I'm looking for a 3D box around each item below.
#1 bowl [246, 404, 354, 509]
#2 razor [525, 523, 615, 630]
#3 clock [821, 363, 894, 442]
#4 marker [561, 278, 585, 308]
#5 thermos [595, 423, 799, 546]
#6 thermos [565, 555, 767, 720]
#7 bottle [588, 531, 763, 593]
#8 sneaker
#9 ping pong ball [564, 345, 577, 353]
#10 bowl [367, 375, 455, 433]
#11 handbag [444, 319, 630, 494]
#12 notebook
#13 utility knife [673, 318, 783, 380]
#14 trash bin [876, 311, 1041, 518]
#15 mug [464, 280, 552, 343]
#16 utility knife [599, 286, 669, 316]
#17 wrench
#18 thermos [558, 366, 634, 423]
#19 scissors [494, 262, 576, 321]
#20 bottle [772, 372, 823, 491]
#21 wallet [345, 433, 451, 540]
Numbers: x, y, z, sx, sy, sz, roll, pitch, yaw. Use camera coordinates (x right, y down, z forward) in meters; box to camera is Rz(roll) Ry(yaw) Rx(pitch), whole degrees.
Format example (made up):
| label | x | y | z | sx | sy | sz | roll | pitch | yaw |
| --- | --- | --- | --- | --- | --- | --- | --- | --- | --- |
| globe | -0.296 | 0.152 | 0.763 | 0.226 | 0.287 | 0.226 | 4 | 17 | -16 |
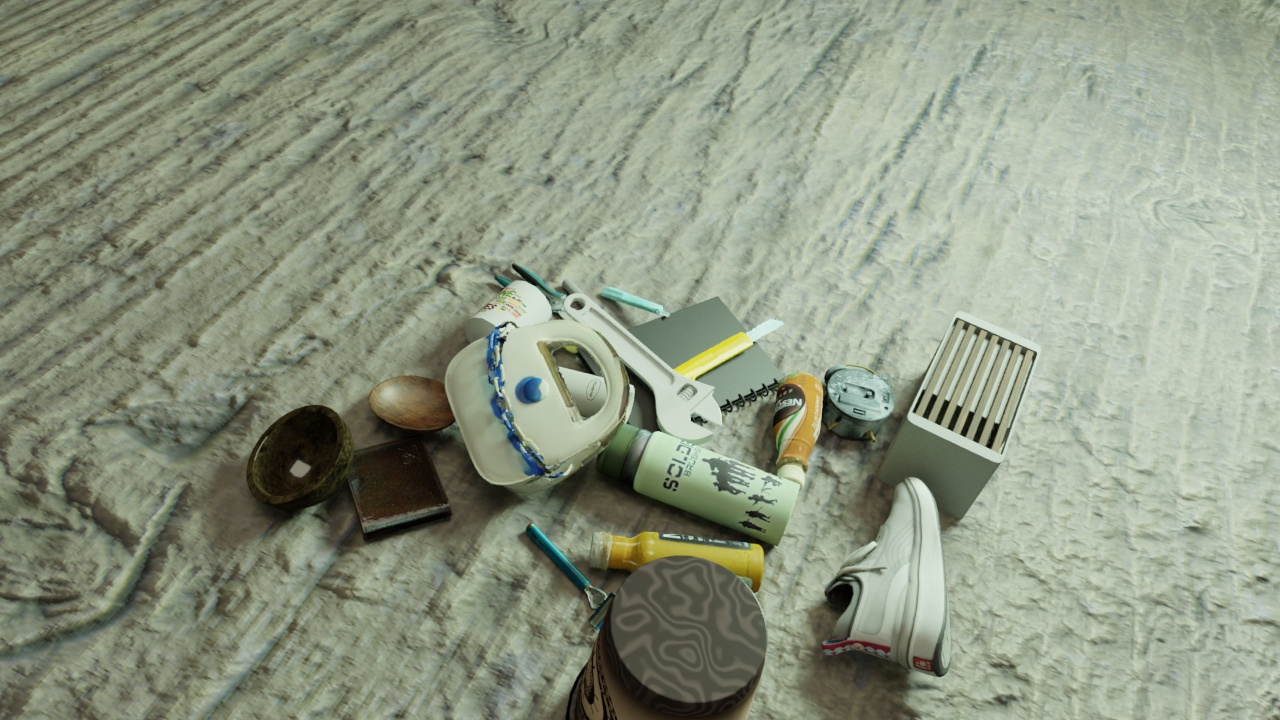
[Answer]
| label | x | y | z | sx | sy | sz | roll | pitch | yaw |
| --- | --- | --- | --- | --- | --- | --- | --- | --- | --- |
| bowl | -0.366 | 0.115 | 1.015 | 0.121 | 0.056 | 0.121 | -11 | 53 | 15 |
| razor | -0.077 | 0.227 | 0.994 | 0.144 | 0.022 | 0.042 | 40 | 90 | 30 |
| clock | 0.282 | 0.047 | 1.197 | 0.090 | 0.052 | 0.129 | 15 | 48 | 5 |
| marker | -0.065 | -0.068 | 1.272 | 0.016 | 0.016 | 0.140 | -25 | 56 | -29 |
| thermos | 0.063 | 0.136 | 1.064 | 0.231 | 0.082 | 0.082 | 20 | 47 | 9 |
| thermos | 0.024 | 0.286 | 0.811 | 0.172 | 0.227 | 0.172 | 5 | 47 | -5 |
| bottle | 0.038 | 0.216 | 0.999 | 0.186 | 0.053 | 0.053 | 7 | 47 | -2 |
| sneaker | 0.271 | 0.230 | 1.010 | 0.129 | 0.097 | 0.262 | -4 | 33 | 19 |
| ping pong ball | -0.084 | -0.029 | 1.216 | 0.040 | 0.040 | 0.040 | 5 | 47 | -5 |
| bowl | -0.271 | 0.060 | 1.108 | 0.114 | 0.026 | 0.101 | 23 | 34 | 17 |
| handbag | -0.113 | 0.042 | 1.045 | 0.199 | 0.093 | 0.200 | -30 | 67 | 2 |
| notebook | 0.056 | 0.010 | 1.207 | 0.231 | 0.019 | 0.169 | -21 | 59 | -26 |
| utility knife | 0.113 | -0.012 | 1.212 | 0.206 | 0.018 | 0.030 | -30 | 68 | -25 |
| trash bin | 0.403 | 0.064 | 1.159 | 0.114 | 0.115 | 0.228 | 26 | 49 | 15 |
| mug | -0.161 | -0.039 | 1.198 | 0.105 | 0.074 | 0.089 | 45 | 51 | -4 |
| utility knife | -0.006 | -0.082 | 1.275 | 0.120 | 0.015 | 0.022 | 22 | 40 | 35 |
| wrench | -0.007 | 0.007 | 1.164 | 0.273 | 0.018 | 0.086 | 40 | 65 | 21 |
| thermos | -0.121 | 0.029 | 1.134 | 0.224 | 0.052 | 0.052 | 14 | 46 | 12 |
| scissors | -0.142 | -0.089 | 1.278 | 0.148 | 0.019 | 0.131 | -1 | 50 | -12 |
| bottle | 0.192 | 0.090 | 1.138 | 0.059 | 0.059 | 0.166 | 13 | 47 | 3 |
| wallet | -0.278 | 0.139 | 1.036 | 0.099 | 0.031 | 0.120 | -13 | 48 | -22 |
